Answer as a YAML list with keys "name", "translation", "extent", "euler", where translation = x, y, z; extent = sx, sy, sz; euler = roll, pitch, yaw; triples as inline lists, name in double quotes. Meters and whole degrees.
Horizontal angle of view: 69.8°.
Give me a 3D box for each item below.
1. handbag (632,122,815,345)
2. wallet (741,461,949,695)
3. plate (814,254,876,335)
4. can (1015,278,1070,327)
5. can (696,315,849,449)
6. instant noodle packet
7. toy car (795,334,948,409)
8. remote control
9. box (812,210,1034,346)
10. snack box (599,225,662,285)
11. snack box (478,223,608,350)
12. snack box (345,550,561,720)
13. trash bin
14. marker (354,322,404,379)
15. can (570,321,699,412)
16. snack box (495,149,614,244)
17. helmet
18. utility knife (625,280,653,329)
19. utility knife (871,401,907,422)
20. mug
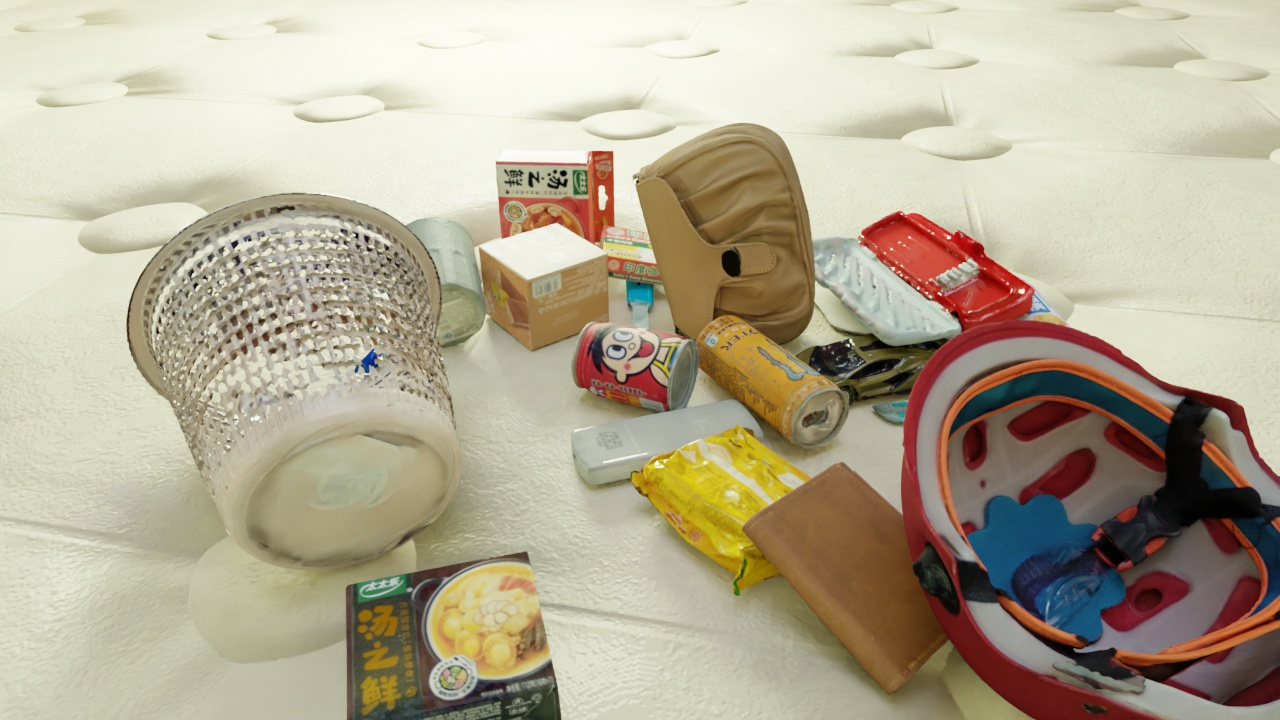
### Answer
- name: "handbag"
  translation: [0.082, -0.105, 0.837]
  extent: [0.148, 0.205, 0.099]
  euler: [-10, 28, 16]
- name: "wallet"
  translation: [0.148, 0.127, 0.585]
  extent: [0.118, 0.035, 0.130]
  euler: [-22, 58, -38]
- name: "plate"
  translation: [0.254, -0.085, 0.953]
  extent: [0.163, 0.034, 0.164]
  euler: [-8, 32, -10]
- name: "can"
  translation: [0.359, -0.024, 0.833]
  extent: [0.053, 0.053, 0.134]
  euler: [-2, 32, -2]
- name: "can"
  translation: [0.106, 0.015, 0.768]
  extent: [0.058, 0.058, 0.146]
  euler: [-17, 34, -24]
- name: "instant noodle packet"
  translation: [0.072, 0.102, 0.649]
  extent: [0.110, 0.044, 0.128]
  euler: [-19, 39, -29]
- name: "toy car"
  translation: [0.202, 0.005, 0.805]
  extent: [0.158, 0.042, 0.070]
  euler: [-11, 33, -12]
- name: "remote control"
  translation: [0.020, 0.065, 0.730]
  extent: [0.150, 0.021, 0.058]
  euler: [-10, 32, -14]
- name: "box"
  translation: [0.250, -0.079, 0.871]
  extent: [0.160, 0.050, 0.201]
  euler: [-17, 35, -11]
- name: "snack box"
  translation: [0.034, -0.104, 0.970]
  extent: [0.155, 0.027, 0.077]
  euler: [8, 31, -6]
- name: "snack box"
  translation: [-0.094, -0.075, 0.903]
  extent: [0.092, 0.077, 0.094]
  euler: [-22, 39, -30]
- name: "snack box"
  translation: [-0.115, 0.169, 0.548]
  extent: [0.113, 0.053, 0.125]
  euler: [-9, 38, -13]
- name: "trash bin"
  translation: [-0.224, 0.027, 0.642]
  extent: [0.227, 0.228, 0.192]
  euler: [-15, 47, -21]
- name: "marker"
  translation: [-0.235, -0.027, 0.888]
  extent: [0.017, 0.017, 0.145]
  euler: [7, 33, 12]
- name: "can"
  translation: [-0.005, 0.005, 0.784]
  extent: [0.094, 0.067, 0.066]
  euler: [13, 35, 21]
- name: "snack box"
  translation: [-0.093, -0.176, 1.030]
  extent: [0.127, 0.113, 0.044]
  euler: [1, 31, 3]
- name: "helmet"
  translation: [0.246, 0.105, 0.522]
  extent: [0.206, 0.144, 0.240]
  euler: [-25, 58, -18]
- name: "utility knife"
  translation: [0.000, -0.076, 0.961]
  extent: [0.034, 0.018, 0.207]
  euler: [-1, 33, -1]
- name: "utility knife"
  translation: [0.286, 0.039, 0.772]
  extent: [0.178, 0.013, 0.029]
  euler: [-3, 33, -3]
- name: "mug"
  translation: [-0.215, -0.072, 0.884]
  extent: [0.124, 0.084, 0.103]
  euler: [-12, 47, -11]
